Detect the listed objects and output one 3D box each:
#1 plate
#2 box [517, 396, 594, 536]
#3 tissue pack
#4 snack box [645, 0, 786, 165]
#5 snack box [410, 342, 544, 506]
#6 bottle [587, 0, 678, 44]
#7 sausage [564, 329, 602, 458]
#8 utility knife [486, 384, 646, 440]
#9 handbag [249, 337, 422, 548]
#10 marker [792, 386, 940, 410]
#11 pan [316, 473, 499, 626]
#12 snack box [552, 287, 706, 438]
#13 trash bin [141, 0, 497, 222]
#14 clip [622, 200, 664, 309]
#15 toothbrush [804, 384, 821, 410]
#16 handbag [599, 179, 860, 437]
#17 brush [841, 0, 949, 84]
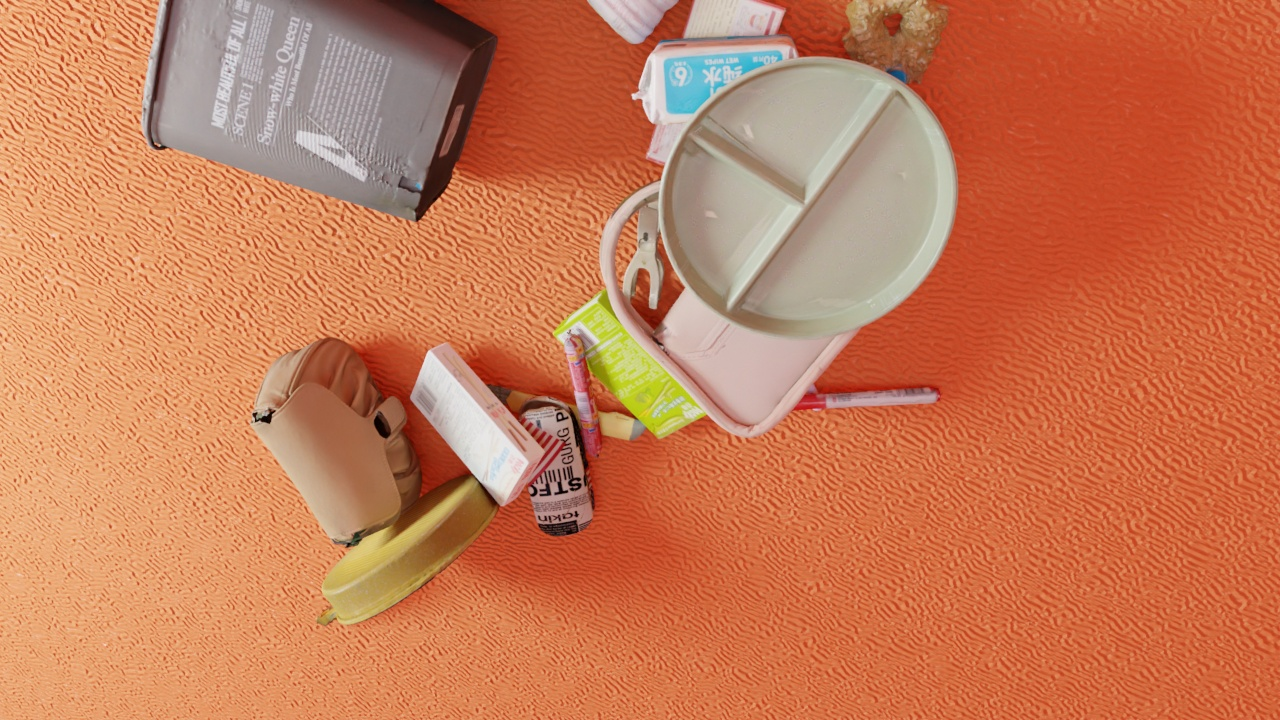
[{"bbox_3d":[0.129,-0.122,0.721,0.230,0.027,0.231,2,120,4],"label":"plate"},{"bbox_3d":[-0.086,0.106,0.967,0.075,0.076,0.164,-10,118,2],"label":"box"},{"bbox_3d":[0.066,-0.225,0.738,0.140,0.089,0.063,-1,115,7],"label":"tissue pack"},{"bbox_3d":[0.064,-0.239,0.797,0.077,0.027,0.156,19,115,1],"label":"snack box"},{"bbox_3d":[-0.168,0.065,0.927,0.157,0.026,0.085,46,135,13],"label":"snack box"},{"bbox_3d":[0.042,-0.348,0.734,0.068,0.068,0.197,44,109,-11],"label":"bottle"},{"bbox_3d":[-0.056,0.036,0.917,0.020,0.020,0.156,-2,123,10],"label":"sausage"},{"bbox_3d":[-0.080,0.054,0.956,0.177,0.019,0.031,12,112,3],"label":"utility knife"},{"bbox_3d":[-0.299,0.082,0.934,0.100,0.147,0.204,-18,114,18],"label":"handbag"},{"bbox_3d":[0.216,0.037,0.889,0.145,0.017,0.017,-3,113,2],"label":"marker"},{"bbox_3d":[-0.282,0.230,0.999,0.359,0.197,0.078,-25,103,40],"label":"pan"},{"bbox_3d":[-0.005,0.005,0.900,0.156,0.026,0.086,45,139,-11],"label":"snack box"},{"bbox_3d":[-0.255,-0.238,0.769,0.219,0.198,0.199,23,115,-7],"label":"trash bin"},{"bbox_3d":[0.007,-0.103,0.871,0.034,0.076,0.104,8,104,7],"label":"clip"},{"bbox_3d":[0.135,-0.030,0.883,0.021,0.029,0.189,1,125,56],"label":"toothbrush"},{"bbox_3d":[0.072,-0.064,0.819,0.234,0.093,0.193,34,103,-8],"label":"handbag"},{"bbox_3d":[0.211,-0.197,0.785,0.083,0.045,0.255,1,119,8],"label":"brush"}]
